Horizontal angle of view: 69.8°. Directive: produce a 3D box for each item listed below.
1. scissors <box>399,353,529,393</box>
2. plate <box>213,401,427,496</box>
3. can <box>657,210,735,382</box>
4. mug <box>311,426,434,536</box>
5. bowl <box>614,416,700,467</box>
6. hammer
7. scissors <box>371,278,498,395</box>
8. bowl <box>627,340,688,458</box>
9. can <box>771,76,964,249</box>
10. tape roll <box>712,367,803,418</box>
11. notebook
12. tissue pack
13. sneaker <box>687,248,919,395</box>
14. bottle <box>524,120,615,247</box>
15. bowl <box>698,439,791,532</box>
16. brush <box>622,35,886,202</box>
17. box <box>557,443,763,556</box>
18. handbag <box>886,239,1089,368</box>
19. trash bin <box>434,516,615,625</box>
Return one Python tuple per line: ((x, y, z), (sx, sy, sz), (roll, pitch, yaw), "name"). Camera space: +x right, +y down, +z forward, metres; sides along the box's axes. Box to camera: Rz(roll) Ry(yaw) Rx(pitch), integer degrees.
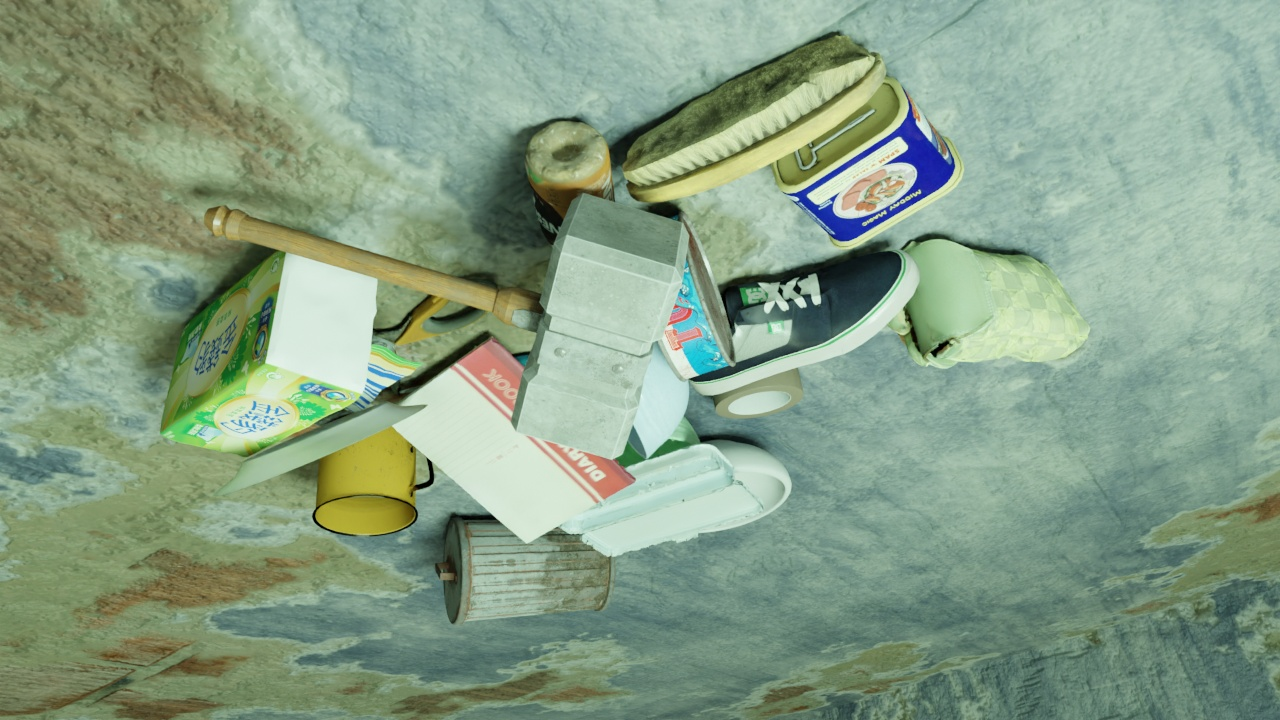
((-0.152, 0.016, 0.886), (0.126, 0.019, 0.144), (27, 127, -38), "scissors")
((-0.277, 0.068, 0.796), (0.188, 0.016, 0.188), (-22, -174, 2), "plate")
((0.035, -0.051, 0.735), (0.044, 0.129, 0.130), (-18, 147, 12), "can")
((-0.267, 0.113, 0.933), (0.124, 0.094, 0.100), (-14, 148, 10), "mug")
((-0.008, 0.089, 0.987), (0.151, 0.077, 0.151), (-7, 148, -5), "bowl")
((-0.142, -0.053, 0.629), (0.317, 0.082, 0.163), (16, 124, -3), "hammer")
((-0.233, -0.030, 0.798), (0.226, 0.016, 0.216), (-28, 144, 29), "scissors")
((-0.005, 0.005, 0.815), (0.074, 0.150, 0.151), (-31, 148, -9), "bowl")
((0.169, -0.148, 0.694), (0.116, 0.056, 0.092), (-31, 141, 28), "can")
((0.122, 0.031, 0.963), (0.093, 0.030, 0.094), (-7, 157, -3), "tape roll")
((-0.127, 0.085, 0.900), (0.153, 0.012, 0.209), (-32, 115, 24), "notebook")
((-0.269, 0.008, 0.735), (0.198, 0.120, 0.141), (-16, 151, 42), "tissue pack")
((0.129, -0.045, 0.823), (0.236, 0.084, 0.079), (-25, 132, 23), "sneaker")
((-0.047, -0.103, 0.697), (0.059, 0.059, 0.167), (-10, 148, -2), "bottle")
((0.089, 0.143, 1.106), (0.176, 0.066, 0.177), (-7, 147, -5), "bowl")
((0.075, -0.166, 0.638), (0.196, 0.059, 0.043), (-23, 136, 16), "brush")
((0.015, 0.158, 1.003), (0.209, 0.037, 0.189), (-21, 148, 19), "box")
((0.312, -0.039, 0.854), (0.186, 0.113, 0.117), (4, 152, -23), "handbag")
((-0.152, 0.263, 1.167), (0.211, 0.130, 0.131), (2, 145, -22), "trash bin")
